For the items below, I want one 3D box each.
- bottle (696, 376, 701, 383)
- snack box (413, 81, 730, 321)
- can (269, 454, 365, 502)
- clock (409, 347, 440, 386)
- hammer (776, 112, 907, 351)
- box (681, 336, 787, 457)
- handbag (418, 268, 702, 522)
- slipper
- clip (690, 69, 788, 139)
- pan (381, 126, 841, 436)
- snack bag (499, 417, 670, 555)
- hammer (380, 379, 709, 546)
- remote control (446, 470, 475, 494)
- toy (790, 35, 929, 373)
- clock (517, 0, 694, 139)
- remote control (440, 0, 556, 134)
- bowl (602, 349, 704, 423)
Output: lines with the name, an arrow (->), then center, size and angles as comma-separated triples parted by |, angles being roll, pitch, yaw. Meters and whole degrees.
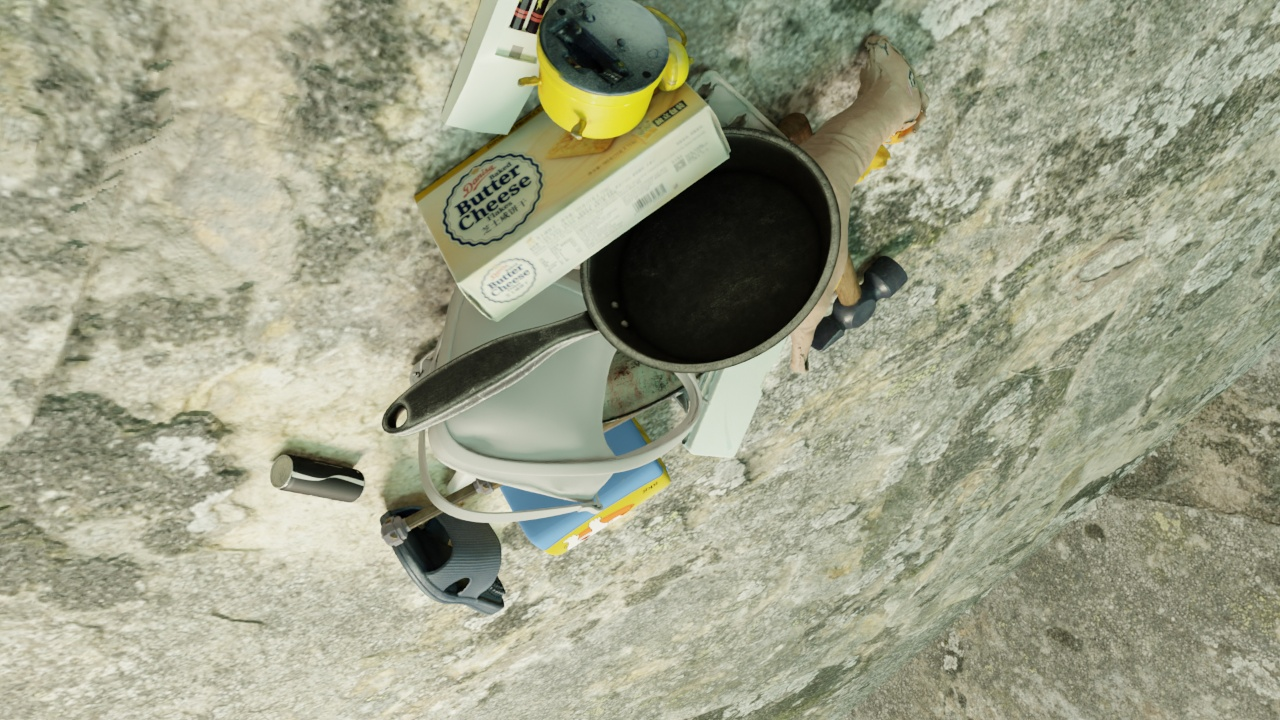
bottle -> 0.082, 0.039, 1.034 | 0.044, 0.044, 0.109 | -37, 146, 5
snack box -> -0.052, -0.130, 0.654 | 0.208, 0.104, 0.057 | -35, 144, 3
can -> -0.288, 0.106, 0.821 | 0.032, 0.031, 0.080 | -44, 145, 15
clock -> -0.156, 0.020, 0.819 | 0.094, 0.035, 0.123 | -31, 146, -3
hammer -> 0.185, -0.126, 0.907 | 0.129, 0.040, 0.322 | -43, 143, -4
box -> 0.099, 0.008, 0.956 | 0.082, 0.066, 0.199 | -10, 125, -55
handbag -> -0.057, 0.031, 0.749 | 0.222, 0.215, 0.096 | 13, 170, -18
slipper -> -0.188, 0.202, 0.978 | 0.082, 0.101, 0.264 | -39, 153, -6
clip -> 0.053, -0.138, 0.741 | 0.126, 0.097, 0.152 | 29, 102, -42
pan -> -0.026, -0.035, 0.652 | 0.357, 0.187, 0.055 | -31, 151, 9
snack bag -> -0.049, 0.140, 1.013 | 0.159, 0.102, 0.205 | -33, 159, -1
hammer -> -0.099, 0.088, 0.863 | 0.316, 0.147, 0.028 | -27, 104, -7
remote control -> -0.159, 0.101, 0.907 | 0.043, 0.013, 0.137 | -23, 163, -38
toy -> 0.169, -0.137, 0.761 | 0.263, 0.065, 0.196 | -43, 125, -32
clock -> -0.017, -0.196, 0.591 | 0.118, 0.083, 0.057 | -42, 169, -24
remote control -> -0.082, -0.210, 0.597 | 0.049, 0.024, 0.144 | -1, 134, -39
bowl -> -0.005, 0.005, 0.857 | 0.157, 0.157, 0.038 | -28, 104, -8
